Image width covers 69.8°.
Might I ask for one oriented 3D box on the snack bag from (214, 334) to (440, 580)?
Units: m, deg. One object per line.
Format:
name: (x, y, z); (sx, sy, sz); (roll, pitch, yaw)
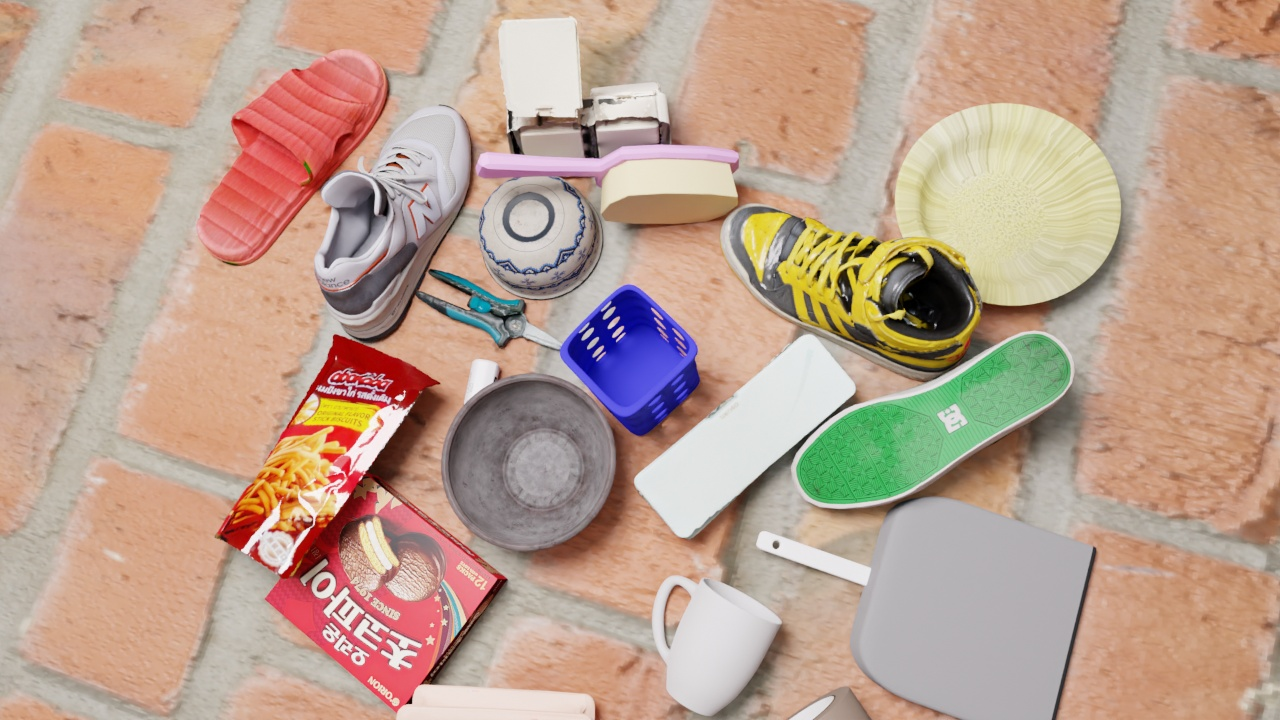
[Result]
snack bag: (-0.274, 0.081, 0.794); (0.139, 0.067, 0.207); (15, 63, 36)

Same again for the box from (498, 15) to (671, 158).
box: (-0.046, -0.230, 0.789); (0.143, 0.182, 0.080); (-4, 75, -2)

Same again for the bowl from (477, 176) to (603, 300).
bowl: (-0.095, -0.119, 0.832); (0.115, 0.059, 0.115); (-1, 77, 6)

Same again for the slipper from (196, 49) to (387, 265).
slipper: (-0.345, -0.207, 0.882); (0.103, 0.059, 0.248); (35, 84, 12)

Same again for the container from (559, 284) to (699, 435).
container: (-0.005, 0.004, 0.765); (0.085, 0.113, 0.084); (-43, 76, -5)

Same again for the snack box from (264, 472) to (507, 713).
snack box: (-0.216, 0.195, 0.784); (0.152, 0.036, 0.132); (35, 83, 13)

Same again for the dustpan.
dustpan: (0.220, 0.187, 0.743); (0.257, 0.033, 0.163); (19, 79, 1)

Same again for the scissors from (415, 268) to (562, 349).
scissors: (-0.136, -0.050, 0.842); (0.130, 0.019, 0.135); (-19, 77, 1)

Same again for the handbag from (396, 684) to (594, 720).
handbag: (-0.125, 0.320, 0.665); (0.199, 0.187, 0.116); (3, 88, 1)

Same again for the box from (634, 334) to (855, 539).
box: (0.088, 0.064, 0.773); (0.199, 0.072, 0.086); (-41, 57, -6)

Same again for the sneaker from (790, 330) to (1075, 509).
sneaker: (0.239, 0.057, 0.755); (0.236, 0.079, 0.084); (-29, 71, 16)

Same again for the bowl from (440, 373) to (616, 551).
bowl: (-0.089, 0.088, 0.779); (0.145, 0.067, 0.144); (-1, 77, 6)

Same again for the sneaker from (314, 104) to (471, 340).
sneaker: (-0.224, -0.142, 0.818); (0.089, 0.124, 0.239); (16, 79, 9)

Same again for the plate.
plate: (0.314, -0.131, 0.801); (0.184, 0.036, 0.184); (-2, 77, 6)

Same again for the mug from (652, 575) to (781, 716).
mug: (0.047, 0.224, 0.739); (0.107, 0.071, 0.089); (27, 89, 39)

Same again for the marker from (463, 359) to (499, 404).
marker: (-0.149, 0.062, 0.814); (0.025, 0.025, 0.125); (8, 78, 8)

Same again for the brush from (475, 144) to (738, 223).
brush: (-0.025, -0.151, 0.786); (0.228, 0.089, 0.043); (-3, 82, -19)

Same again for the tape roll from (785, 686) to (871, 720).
tape roll: (0.128, 0.286, 0.694); (0.093, 0.094, 0.030); (-34, 75, -2)

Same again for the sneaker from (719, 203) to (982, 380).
sneaker: (0.170, -0.072, 0.760); (0.238, 0.122, 0.086); (31, 80, 11)
